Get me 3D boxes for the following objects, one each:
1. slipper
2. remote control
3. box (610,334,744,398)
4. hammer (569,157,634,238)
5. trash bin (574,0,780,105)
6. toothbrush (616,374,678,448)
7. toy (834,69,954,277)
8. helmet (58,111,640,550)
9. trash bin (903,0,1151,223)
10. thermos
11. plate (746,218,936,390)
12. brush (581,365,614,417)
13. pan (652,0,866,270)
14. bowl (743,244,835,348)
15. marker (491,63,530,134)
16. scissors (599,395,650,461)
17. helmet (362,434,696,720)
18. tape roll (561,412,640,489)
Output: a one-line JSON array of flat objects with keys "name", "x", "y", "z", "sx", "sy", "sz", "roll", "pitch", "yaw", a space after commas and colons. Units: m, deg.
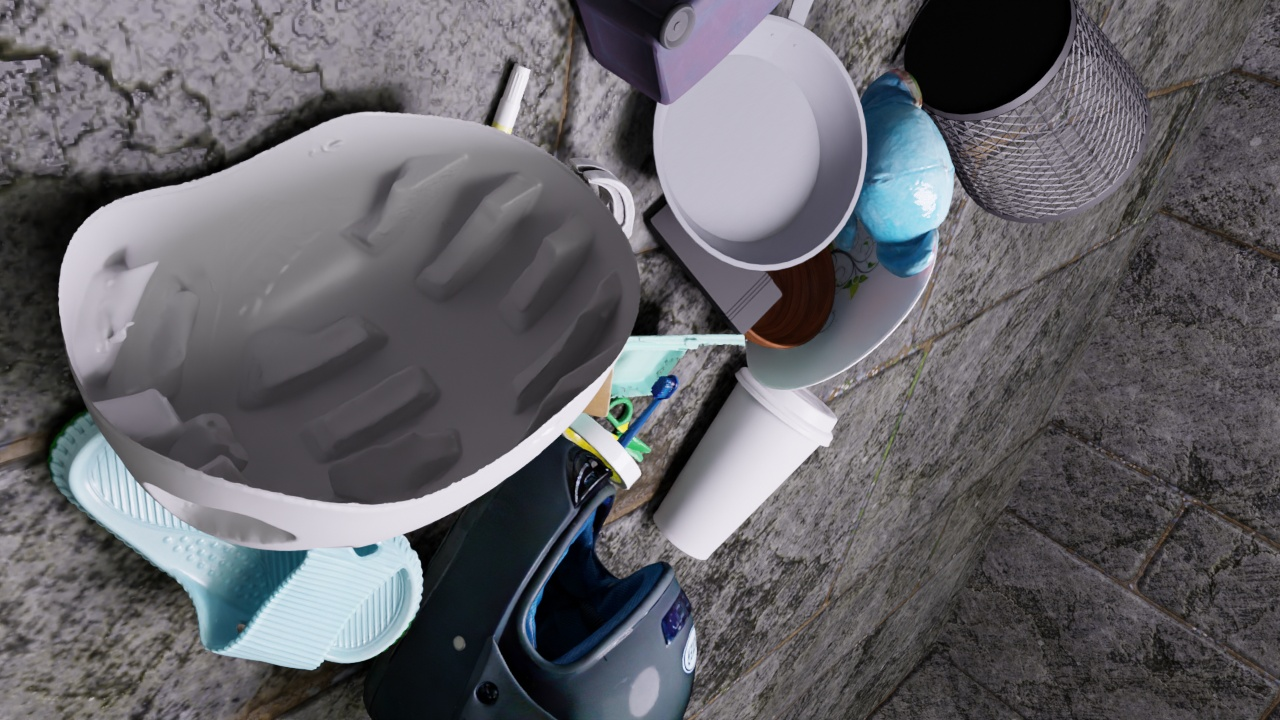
[{"name": "slipper", "x": -0.233, "y": 0.121, "z": 0.572, "sx": 0.116, "sy": 0.069, "sz": 0.276, "roll": -43, "pitch": 128, "yaw": -5}, {"name": "remote control", "x": 0.066, "y": -0.090, "z": 0.812, "sx": 0.058, "sy": 0.013, "sz": 0.133, "roll": -44, "pitch": 104, "yaw": -16}, {"name": "box", "x": -0.009, "y": -0.004, "z": 0.810, "sx": 0.138, "sy": 0.057, "sz": 0.186, "roll": -34, "pitch": 162, "yaw": 32}, {"name": "hammer", "x": -0.132, "y": -0.044, "z": 0.640, "sx": 0.314, "sy": 0.036, "sz": 0.126, "roll": -33, "pitch": 156, "yaw": -26}, {"name": "trash bin", "x": 0.041, "y": -0.265, "z": 0.623, "sx": 0.160, "sy": 0.094, "sz": 0.092, "roll": -46, "pitch": 156, "yaw": -11}, {"name": "toothbrush", "x": -0.020, "y": 0.078, "z": 0.876, "sx": 0.017, "sy": 0.016, "sz": 0.190, "roll": 3, "pitch": 137, "yaw": -40}, {"name": "toy", "x": 0.220, "y": -0.171, "z": 0.861, "sx": 0.114, "sy": 0.181, "sz": 0.183, "roll": -17, "pitch": 103, "yaw": -25}, {"name": "helmet", "x": -0.138, "y": -0.023, "z": 0.495, "sx": 0.281, "sy": 0.224, "sz": 0.184, "roll": -39, "pitch": 168, "yaw": -18}, {"name": "trash bin", "x": 0.408, "y": -0.291, "z": 0.992, "sx": 0.243, "sy": 0.217, "sz": 0.217, "roll": 19, "pitch": 104, "yaw": -51}, {"name": "thermos", "x": 0.112, "y": 0.118, "z": 1.056, "sx": 0.222, "sy": 0.131, "sz": 0.131, "roll": -53, "pitch": 149, "yaw": 12}, {"name": "plate", "x": 0.204, "y": -0.056, "z": 0.924, "sx": 0.030, "sy": 0.229, "sz": 0.229, "roll": 40, "pitch": 84, "yaw": -24}, {"name": "brush", "x": -0.070, "y": 0.001, "z": 0.710, "sx": 0.039, "sy": 0.117, "sz": 0.049, "roll": -45, "pitch": 150, "yaw": -51}, {"name": "pan", "x": 0.116, "y": -0.249, "z": 0.744, "sx": 0.200, "sy": 0.051, "sz": 0.356, "roll": 15, "pitch": 89, "yaw": -26}, {"name": "bowl", "x": 0.114, "y": -0.081, "z": 0.894, "sx": 0.147, "sy": 0.069, "sz": 0.147, "roll": 5, "pitch": 80, "yaw": -33}, {"name": "marker", "x": -0.102, "y": -0.136, "z": 0.625, "sx": 0.014, "sy": 0.014, "sz": 0.132, "roll": -2, "pitch": 121, "yaw": -52}, {"name": "scissors", "x": -0.022, "y": 0.085, "z": 0.939, "sx": 0.071, "sy": 0.014, "sz": 0.131, "roll": -48, "pitch": 147, "yaw": -11}, {"name": "helmet", "x": -0.068, "y": 0.243, "z": 0.772, "sx": 0.316, "sy": 0.236, "sz": 0.248, "roll": -60, "pitch": 171, "yaw": 9}, {"name": "tape roll", "x": -0.040, "y": 0.078, "z": 0.831, "sx": 0.019, "sy": 0.094, "sz": 0.094, "roll": -47, "pitch": 147, "yaw": -15}]
